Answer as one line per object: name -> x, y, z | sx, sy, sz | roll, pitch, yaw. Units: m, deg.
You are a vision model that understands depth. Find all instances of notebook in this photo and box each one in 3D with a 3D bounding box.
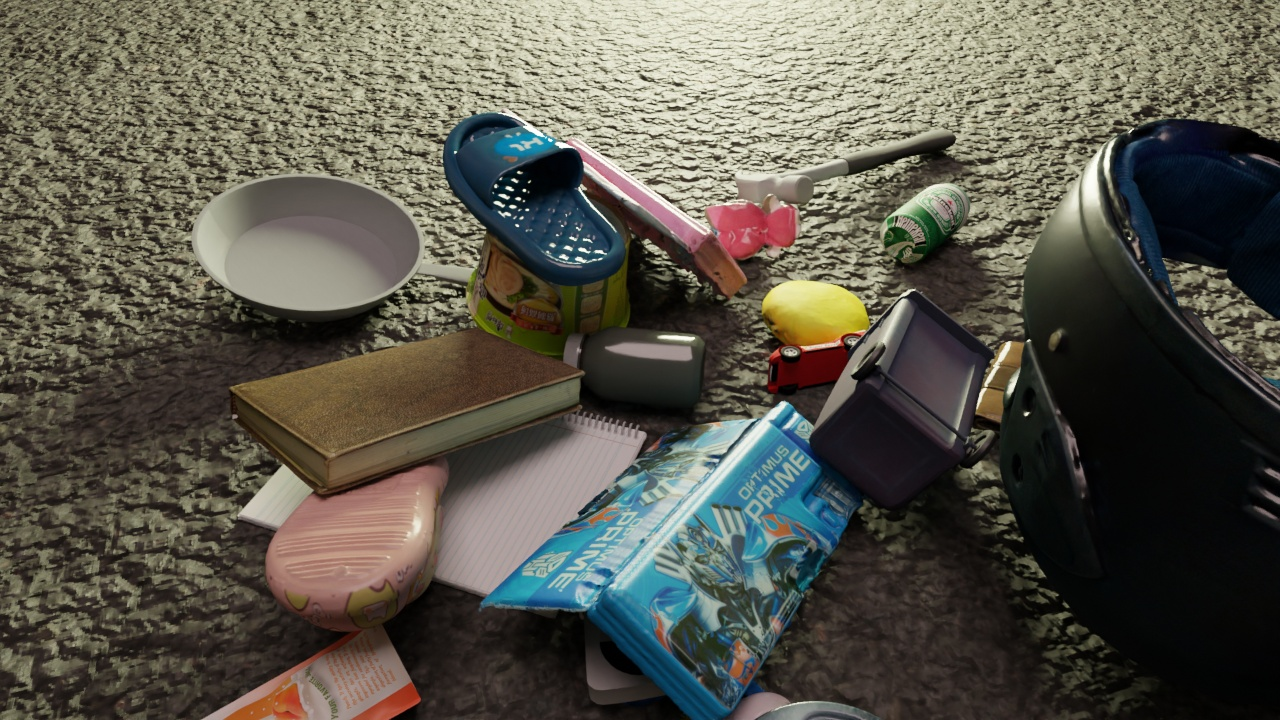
notebook -> -0.139, 0.082, 0.677 | 0.246, 0.013, 0.177 | 13, 42, 16
notebook -> -0.177, 0.020, 0.678 | 0.214, 0.034, 0.190 | -17, 28, -40

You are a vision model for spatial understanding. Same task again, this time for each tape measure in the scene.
tape measure -> -0.003, 0.170, 0.547 | 0.065, 0.017, 0.064 | -6, 39, -2

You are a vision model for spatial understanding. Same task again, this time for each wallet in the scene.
wallet -> 0.328, 0.036, 0.718 | 0.121, 0.027, 0.098 | 22, 47, 23

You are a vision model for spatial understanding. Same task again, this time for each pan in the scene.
pan -> -0.228, -0.087, 0.854 | 0.356, 0.051, 0.200 | 15, 42, -4

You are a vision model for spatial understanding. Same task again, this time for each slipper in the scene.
slipper -> -0.088, -0.138, 0.729 | 0.103, 0.059, 0.213 | -18, 54, -27
slipper -> -0.169, 0.117, 0.579 | 0.093, 0.081, 0.197 | -4, 18, -3

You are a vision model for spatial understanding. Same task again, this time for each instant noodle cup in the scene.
instant noodle cup -> -0.075, -0.080, 0.787 | 0.146, 0.098, 0.146 | 7, 44, -7

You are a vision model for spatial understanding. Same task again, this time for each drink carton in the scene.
drink carton -> -0.192, 0.202, 0.519 | 0.122, 0.039, 0.069 | -27, 46, -21

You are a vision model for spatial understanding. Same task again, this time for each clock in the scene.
clock -> 0.076, 0.229, 0.457 | 0.158, 0.059, 0.116 | 21, 43, 24

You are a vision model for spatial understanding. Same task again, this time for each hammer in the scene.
hammer -> 0.233, -0.216, 1.005 | 0.310, 0.029, 0.125 | -21, 21, -31

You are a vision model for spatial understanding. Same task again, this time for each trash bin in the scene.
trash bin -> 0.189, 0.021, 0.649 | 0.094, 0.092, 0.160 | 40, 36, 3

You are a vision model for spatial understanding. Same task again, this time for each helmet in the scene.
helmet -> 0.329, 0.042, 0.536 | 0.249, 0.236, 0.315 | -3, 47, -9

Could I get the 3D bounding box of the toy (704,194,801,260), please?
toy -> 0.111, -0.126, 0.903 | 0.102, 0.050, 0.065 | -4, 70, 24

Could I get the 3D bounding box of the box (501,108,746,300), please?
box -> -0.015, -0.155, 0.853 | 0.039, 0.179, 0.232 | -50, 51, 3

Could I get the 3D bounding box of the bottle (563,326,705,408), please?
bottle -> -0.004, 0.004, 0.732 | 0.108, 0.060, 0.060 | 6, 40, 8

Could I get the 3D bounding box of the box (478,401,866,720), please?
box -> 0.036, 0.097, 0.579 | 0.170, 0.071, 0.242 | 19, 31, 24

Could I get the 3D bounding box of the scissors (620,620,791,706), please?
scissors -> 0.032, 0.171, 0.568 | 0.125, 0.015, 0.127 | -10, 43, -10

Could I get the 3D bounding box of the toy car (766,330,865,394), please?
toy car -> 0.146, 0.001, 0.751 | 0.089, 0.038, 0.025 | -9, 38, -11

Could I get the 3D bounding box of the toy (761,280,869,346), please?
toy -> 0.152, -0.040, 0.801 | 0.094, 0.041, 0.095 | -15, 41, -25

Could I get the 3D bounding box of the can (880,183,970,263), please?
can -> 0.281, -0.136, 0.905 | 0.053, 0.053, 0.100 | 30, 49, 32
